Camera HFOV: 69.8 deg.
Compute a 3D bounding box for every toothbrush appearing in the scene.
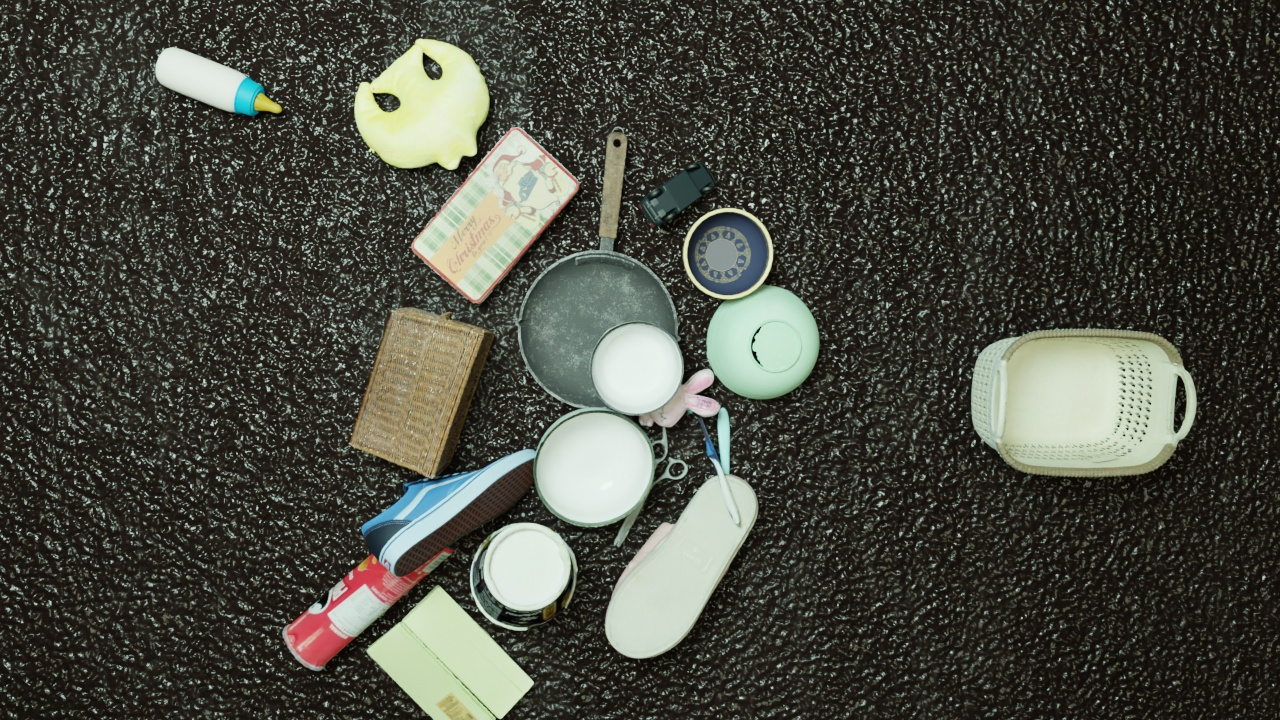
[{"bbox_3d":[0.091,0.126,1.187,0.017,0.016,0.189,-23,76,10],"label":"toothbrush"},{"bbox_3d":[0.112,0.152,1.219,0.016,0.016,0.180,-2,94,-2],"label":"toothbrush"}]

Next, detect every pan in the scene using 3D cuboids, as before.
[{"bbox_3d":[-0.046,-0.115,1.171,0.207,0.040,0.357,6,94,-5],"label":"pan"}]

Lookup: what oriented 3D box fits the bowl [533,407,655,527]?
[{"bbox_3d":[-0.063,0.128,1.167,0.153,0.073,0.153,-3,104,-12],"label":"bowl"}]

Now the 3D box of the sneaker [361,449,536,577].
[{"bbox_3d":[-0.234,0.161,1.136,0.240,0.084,0.098,-32,58,-33],"label":"sneaker"}]

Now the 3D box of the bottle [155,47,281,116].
[{"bbox_3d":[-0.505,-0.330,1.111,0.146,0.051,0.051,21,93,-6],"label":"bottle"}]

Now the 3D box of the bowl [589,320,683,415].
[{"bbox_3d":[-0.007,0.007,1.135,0.116,0.065,0.116,0,96,-4],"label":"bowl"}]

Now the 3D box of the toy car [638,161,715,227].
[{"bbox_3d":[0.047,-0.210,1.161,0.112,0.034,0.046,-38,99,-25],"label":"toy car"}]

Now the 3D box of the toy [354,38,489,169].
[{"bbox_3d":[-0.262,-0.303,1.125,0.170,0.064,0.155,-37,91,0],"label":"toy"}]

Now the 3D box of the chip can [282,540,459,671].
[{"bbox_3d":[-0.342,0.290,1.171,0.233,0.073,0.073,-41,97,0],"label":"chip can"}]

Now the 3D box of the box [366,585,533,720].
[{"bbox_3d":[-0.250,0.405,1.206,0.141,0.044,0.187,-40,97,3],"label":"box"}]

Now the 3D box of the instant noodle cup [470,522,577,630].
[{"bbox_3d":[-0.143,0.263,1.140,0.137,0.112,0.137,3,71,-8],"label":"instant noodle cup"}]

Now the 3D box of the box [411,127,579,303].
[{"bbox_3d":[-0.180,-0.180,1.151,0.117,0.050,0.205,43,92,-6],"label":"box"}]

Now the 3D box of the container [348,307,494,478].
[{"bbox_3d":[-0.267,0.034,1.131,0.113,0.114,0.198,18,93,-2],"label":"container"}]

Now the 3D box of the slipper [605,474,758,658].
[{"bbox_3d":[0.055,0.268,1.198,0.114,0.054,0.274,38,87,10],"label":"slipper"}]

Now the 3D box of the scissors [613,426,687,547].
[{"bbox_3d":[0.001,0.166,1.213,0.170,0.014,0.095,-40,99,-3],"label":"scissors"}]

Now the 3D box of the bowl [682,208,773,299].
[{"bbox_3d":[0.107,-0.135,1.167,0.112,0.061,0.112,0,95,-4],"label":"bowl"}]

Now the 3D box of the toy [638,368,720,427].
[{"bbox_3d":[0.046,0.051,1.180,0.110,0.047,0.063,-16,69,8],"label":"toy"}]

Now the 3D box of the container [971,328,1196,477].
[{"bbox_3d":[0.549,0.049,1.176,0.246,0.143,0.184,2,95,-4],"label":"container"}]

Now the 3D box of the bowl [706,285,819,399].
[{"bbox_3d":[0.164,-0.021,1.175,0.151,0.077,0.151,0,95,-5],"label":"bowl"}]
